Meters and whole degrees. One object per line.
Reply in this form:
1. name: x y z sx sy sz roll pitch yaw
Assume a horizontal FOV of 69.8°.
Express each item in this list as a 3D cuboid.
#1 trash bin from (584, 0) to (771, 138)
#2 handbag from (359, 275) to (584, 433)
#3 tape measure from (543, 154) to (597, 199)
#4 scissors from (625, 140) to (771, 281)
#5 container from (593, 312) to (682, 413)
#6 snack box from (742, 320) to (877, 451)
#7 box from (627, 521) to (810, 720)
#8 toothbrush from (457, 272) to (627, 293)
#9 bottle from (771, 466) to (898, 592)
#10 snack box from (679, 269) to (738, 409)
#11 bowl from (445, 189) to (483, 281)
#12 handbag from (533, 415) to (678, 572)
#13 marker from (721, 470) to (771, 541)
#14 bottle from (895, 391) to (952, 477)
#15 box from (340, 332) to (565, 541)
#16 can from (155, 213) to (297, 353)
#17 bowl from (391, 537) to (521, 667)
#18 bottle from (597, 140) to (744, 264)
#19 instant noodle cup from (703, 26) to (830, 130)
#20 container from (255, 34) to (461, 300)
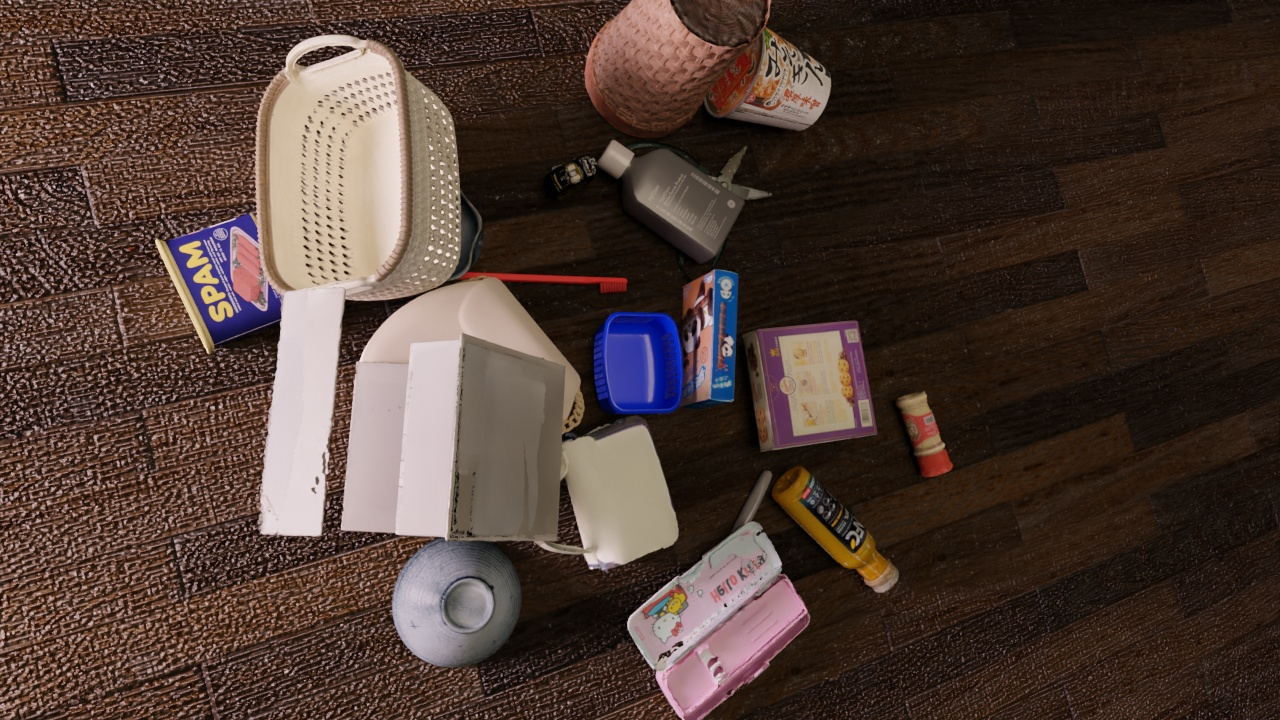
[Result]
1. trash bin: 0.038 -0.360 1.040 0.151 0.210 0.151 3 81 -20
2. handbag: -0.181 0.030 0.952 0.208 0.103 0.210 -42 98 -21
3. tape measure: -0.081 -0.211 1.050 0.061 0.062 0.034 -28 95 -5
4. scissors: 0.072 -0.187 1.134 0.201 0.015 0.202 6 79 -19
5. container: -0.006 0.006 1.049 0.096 0.058 0.114 0 82 -22
6. snack box: 0.205 0.030 1.108 0.147 0.041 0.143 -5 84 -22
7. box: 0.092 0.299 1.055 0.200 0.038 0.152 -33 95 -22
8. toothbrush: -0.115 -0.088 1.046 0.212 0.012 0.018 0 82 -21
9. bottle: 0.240 0.209 1.118 0.186 0.053 0.053 45 69 -10
10. snack box: 0.078 -0.023 1.071 0.034 0.087 0.151 7 80 -20
11. bowl: -0.210 -0.129 0.982 0.110 0.055 0.110 -2 82 18
12. handbag: -0.056 0.152 0.989 0.175 0.074 0.151 -18 91 -42
13. marker: 0.121 0.190 1.096 0.022 0.016 0.138 27 71 8
14. bottle: 0.368 0.095 1.192 0.044 0.044 0.109 -20 89 -23
15. box: -0.229 0.088 0.909 0.173 0.423 0.167 11 76 -38
16. can: -0.406 -0.078 0.907 0.092 0.057 0.116 -26 92 -24
17. bowl: -0.182 0.249 0.944 0.137 0.057 0.137 3 81 -21
18. bottle: 0.029 -0.198 1.087 0.174 0.046 0.083 32 73 -12
19. instant noodle cup: 0.163 -0.346 1.144 0.121 0.124 0.123 11 78 -29
20. container: -0.272 -0.173 0.902 0.142 0.185 0.246 13 71 -65
